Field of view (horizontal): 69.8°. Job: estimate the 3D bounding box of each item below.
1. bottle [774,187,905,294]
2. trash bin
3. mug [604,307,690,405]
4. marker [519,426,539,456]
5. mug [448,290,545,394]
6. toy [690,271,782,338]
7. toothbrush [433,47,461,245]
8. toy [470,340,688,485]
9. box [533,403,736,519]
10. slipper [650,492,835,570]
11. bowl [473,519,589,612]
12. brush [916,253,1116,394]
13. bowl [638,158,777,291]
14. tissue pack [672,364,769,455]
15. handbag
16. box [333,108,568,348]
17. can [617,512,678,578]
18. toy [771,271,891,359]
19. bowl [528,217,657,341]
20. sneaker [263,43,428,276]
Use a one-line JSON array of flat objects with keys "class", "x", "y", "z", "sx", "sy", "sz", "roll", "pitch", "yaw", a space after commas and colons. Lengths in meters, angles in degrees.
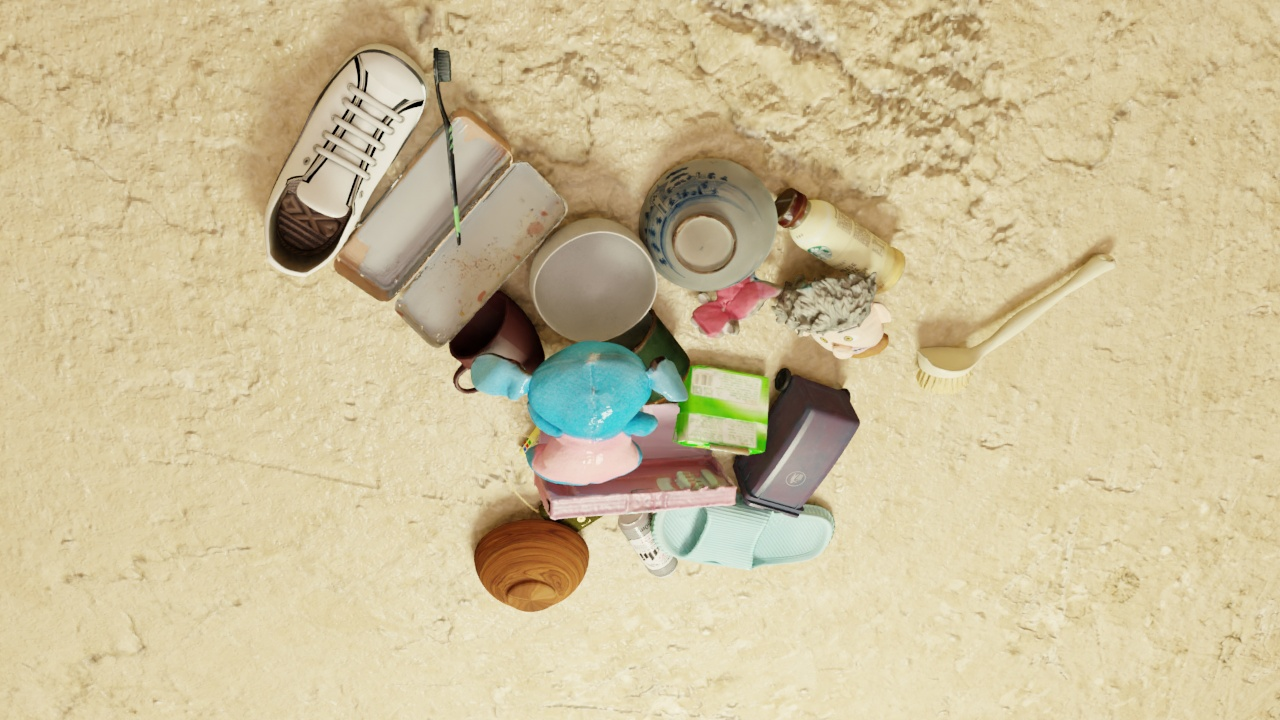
[{"class": "bottle", "x": 0.216, "y": -0.132, "z": 1.008, "sx": 0.162, "sy": 0.056, "sz": 0.057, "roll": 28, "pitch": 112, "yaw": -23}, {"class": "trash bin", "x": 0.187, "y": 0.104, "z": 1.125, "sx": 0.093, "sy": 0.092, "sz": 0.161, "roll": 18, "pitch": 119, "yaw": -19}, {"class": "mug", "x": -0.006, "y": 0.006, "z": 1.027, "sx": 0.111, "sy": 0.085, "sz": 0.081, "roll": -45, "pitch": 121, "yaw": -8}, {"class": "marker", "x": -0.103, "y": 0.062, "z": 1.089, "sx": 0.014, "sy": 0.014, "sz": 0.132, "roll": 29, "pitch": 111, "yaw": -24}, {"class": "mug", "x": -0.155, "y": -0.006, "z": 0.999, "sx": 0.114, "sy": 0.087, "sz": 0.088, "roll": -50, "pitch": 131, "yaw": 0}, {"class": "toy", "x": 0.104, "y": -0.067, "z": 1.036, "sx": 0.102, "sy": 0.050, "sz": 0.065, "roll": -43, "pitch": 84, "yaw": 7}, {"class": "toothbrush", "x": -0.181, "y": -0.201, "z": 0.879, "sx": 0.017, "sy": 0.014, "sz": 0.188, "roll": -1, "pitch": 114, "yaw": 3}, {"class": "toy", "x": -0.065, "y": 0.057, "z": 0.962, "sx": 0.224, "sy": 0.098, "sz": 0.192, "roll": 1, "pitch": 132, "yaw": -8}, {"class": "box", "x": -0.003, "y": 0.110, "z": 1.079, "sx": 0.232, "sy": 0.099, "sz": 0.115, "roll": -1, "pitch": 112, "yaw": -17}, {"class": "slipper", "x": 0.141, "y": 0.226, "z": 1.181, "sx": 0.275, "sy": 0.069, "sz": 0.116, "roll": 9, "pitch": 115, "yaw": -23}, {"class": "bowl", "x": -0.137, "y": 0.273, "z": 1.157, "sx": 0.147, "sy": 0.068, "sz": 0.147, "roll": -3, "pitch": 131, "yaw": -3}, {"class": "brush", "x": 0.452, "y": -0.046, "z": 1.108, "sx": 0.272, "sy": 0.062, "sz": 0.077, "roll": -33, "pitch": 136, "yaw": 5}, {"class": "bowl", "x": 0.068, "y": -0.131, "z": 0.960, "sx": 0.151, "sy": 0.056, "sz": 0.151, "roll": 4, "pitch": 120, "yaw": 7}, {"class": "tissue pack", "x": 0.098, "y": 0.060, "z": 1.085, "sx": 0.114, "sy": 0.034, "sz": 0.099, "roll": 10, "pitch": 77, "yaw": -16}, {"class": "handbag", "x": -0.114, "y": 0.147, "z": 1.122, "sx": 0.084, "sy": 0.027, "sz": 0.178, "roll": -33, "pitch": 124, "yaw": 9}, {"class": "box", "x": -0.194, "y": -0.130, "z": 0.938, "sx": 0.157, "sy": 0.063, "sz": 0.217, "roll": 43, "pitch": 106, "yaw": -7}, {"class": "can", "x": 0.011, "y": 0.235, "z": 1.192, "sx": 0.044, "sy": 0.044, "sz": 0.107, "roll": -27, "pitch": 121, "yaw": 5}, {"class": "toy", "x": 0.226, "y": -0.041, "z": 1.044, "sx": 0.133, "sy": 0.076, "sz": 0.176, "roll": -1, "pitch": 155, "yaw": 42}, {"class": "bowl", "x": -0.053, "y": -0.091, "z": 0.977, "sx": 0.131, "sy": 0.064, "sz": 0.132, "roll": -7, "pitch": 124, "yaw": -10}, {"class": "sneaker", "x": -0.287, "y": -0.180, "z": 0.866, "sx": 0.091, "sy": 0.097, "sz": 0.246, "roll": 32, "pitch": 111, "yaw": -25}]
